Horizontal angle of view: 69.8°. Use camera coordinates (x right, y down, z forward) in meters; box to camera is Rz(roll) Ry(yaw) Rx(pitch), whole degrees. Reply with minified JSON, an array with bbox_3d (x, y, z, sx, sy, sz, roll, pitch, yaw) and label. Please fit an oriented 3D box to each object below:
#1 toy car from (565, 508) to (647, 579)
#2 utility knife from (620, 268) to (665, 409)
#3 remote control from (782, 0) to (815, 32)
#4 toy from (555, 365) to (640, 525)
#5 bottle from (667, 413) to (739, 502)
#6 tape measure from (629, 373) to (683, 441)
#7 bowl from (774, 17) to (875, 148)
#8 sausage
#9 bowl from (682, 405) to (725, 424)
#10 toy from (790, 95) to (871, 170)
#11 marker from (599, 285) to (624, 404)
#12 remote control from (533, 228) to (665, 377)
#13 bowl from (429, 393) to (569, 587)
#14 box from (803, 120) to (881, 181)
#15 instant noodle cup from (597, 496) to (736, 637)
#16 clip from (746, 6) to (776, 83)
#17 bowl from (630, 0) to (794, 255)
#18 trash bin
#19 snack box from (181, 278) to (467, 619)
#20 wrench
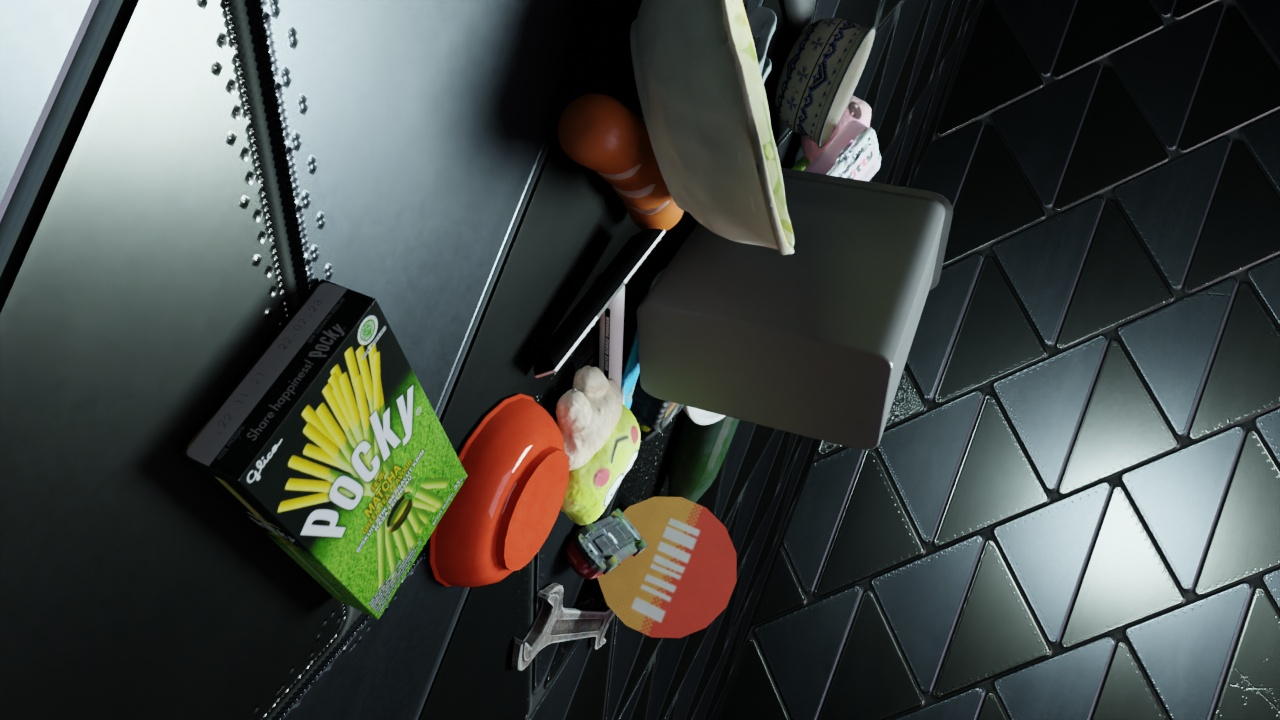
[{"bbox_3d":[-0.028,0.154,0.764,0.036,0.042,0.091,-45,167,25],"label":"toy car"},{"bbox_3d":[-0.004,0.004,0.719,0.031,0.015,0.158,-7,117,-68],"label":"utility knife"},{"bbox_3d":[0.130,-0.319,0.757,0.151,0.020,0.041,18,90,-75],"label":"remote control"},{"bbox_3d":[-0.034,0.056,0.634,0.091,0.046,0.115,-54,149,-36],"label":"toy"},{"bbox_3d":[0.054,0.115,0.957,0.174,0.055,0.055,-70,163,4],"label":"bottle"},{"bbox_3d":[0.013,0.028,0.762,0.067,0.038,0.063,-45,158,-49],"label":"tape measure"},{"bbox_3d":[0.165,-0.263,0.853,0.115,0.059,0.116,-59,168,-21],"label":"bowl"},{"bbox_3d":[-0.005,-0.113,0.537,0.044,0.039,0.164,-59,163,1],"label":"sausage"},{"bbox_3d":[0.076,-0.013,0.876,0.149,0.043,0.150,-37,144,-34],"label":"bowl"},{"bbox_3d":[0.196,-0.177,1.013,0.189,0.088,0.238,-4,109,-50],"label":"toy"},{"bbox_3d":[-0.019,-0.006,0.648,0.017,0.020,0.134,-67,166,-45],"label":"marker"},{"bbox_3d":[-0.026,-0.039,0.566,0.124,0.012,0.028,-54,-161,-27],"label":"remote control"},{"bbox_3d":[-0.076,0.083,0.546,0.121,0.035,0.122,-57,159,-37],"label":"bowl"},{"bbox_3d":[0.159,-0.143,0.894,0.202,0.044,0.086,-47,159,-1],"label":"box"},{"bbox_3d":[0.026,0.203,0.875,0.121,0.123,0.123,83,31,-71],"label":"instant noodle cup"},{"bbox_3d":[0.068,-0.201,0.652,0.143,0.029,0.171,83,24,-67],"label":"clip"},{"bbox_3d":[0.039,-0.146,0.522,0.188,0.060,0.218,61,20,-49],"label":"bowl"},{"bbox_3d":[0.124,-0.053,0.718,0.219,0.192,0.098,-56,153,-44],"label":"trash bin"},{"bbox_3d":[-0.120,0.044,0.382,0.080,0.025,0.148,-61,161,-28],"label":"snack box"},{"bbox_3d":[-0.059,0.235,0.819,0.070,0.010,0.273,-67,163,-9],"label":"wrench"}]
